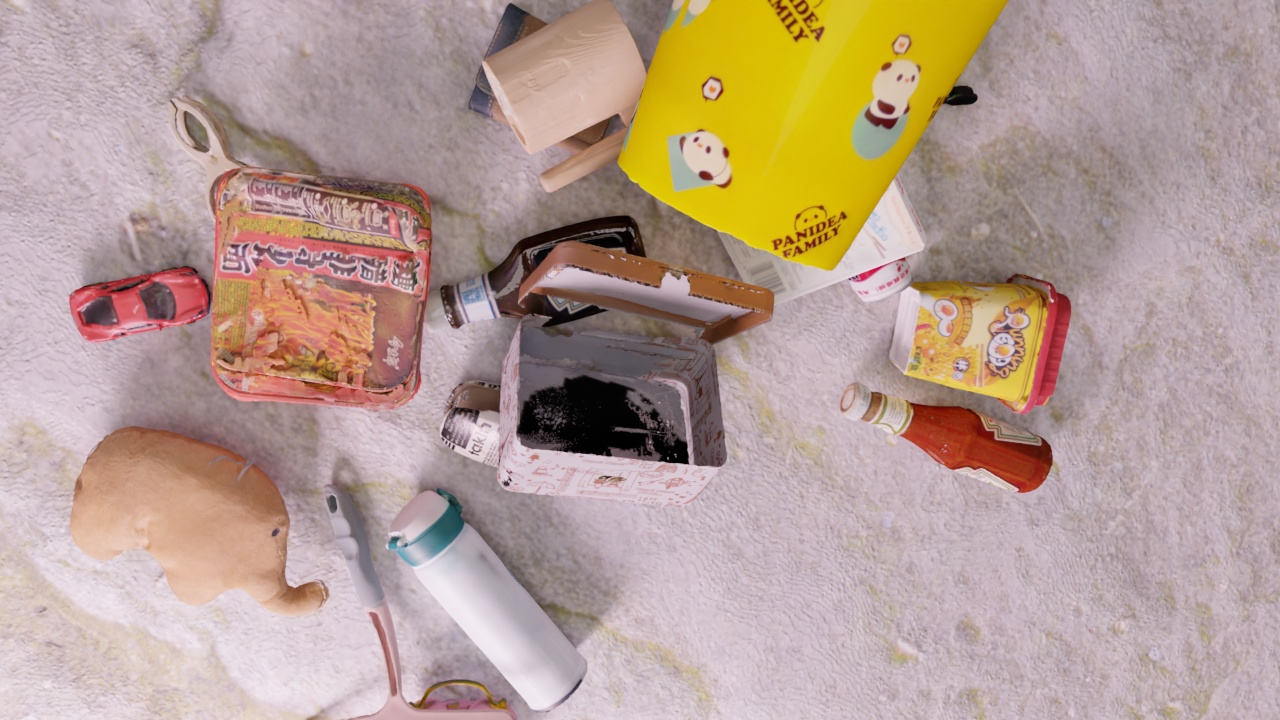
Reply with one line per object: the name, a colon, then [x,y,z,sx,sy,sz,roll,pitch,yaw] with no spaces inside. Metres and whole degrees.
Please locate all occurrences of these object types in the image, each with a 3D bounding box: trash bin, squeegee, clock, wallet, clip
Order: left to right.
clip: [-0.345,-0.165,0.736,0.061,0.034,0.097,-27,113,-2]
squeegee: [-0.242,0.228,0.828,0.248,0.040,0.249,-12,95,20]
clock: [-0.175,0.371,0.865,0.117,0.060,0.158,4,100,-9]
wallet: [-0.074,-0.227,0.757,0.115,0.033,0.090,22,98,-15]
trash bin: [0.117,-0.218,0.647,0.229,0.229,0.256,22,109,-12]

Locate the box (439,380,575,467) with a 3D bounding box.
box: [-0.095,0.064,0.818,0.163,0.080,0.075,14,132,-12]

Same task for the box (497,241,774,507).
box: [-0.004,0.002,0.721,0.183,0.156,0.193,8,147,-18]

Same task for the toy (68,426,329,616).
toy: [-0.361,0.141,0.772,0.226,0.082,0.144,29,110,-8]

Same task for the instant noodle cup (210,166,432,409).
instant noodle cup: [-0.254,-0.057,0.746,0.164,0.079,0.189,6,101,-9]

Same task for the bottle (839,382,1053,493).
bottle: [0.284,0.069,0.859,0.206,0.059,0.060,19,99,-11]

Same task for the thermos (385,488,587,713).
thermos: [-0.138,0.215,0.832,0.073,0.073,0.224,-36,105,1]

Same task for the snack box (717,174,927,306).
snack box: [0.151,-0.107,0.777,0.157,0.026,0.085,-21,106,30]

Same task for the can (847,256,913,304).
can: [0.190,-0.118,0.805,0.053,0.053,0.133,-29,105,0]

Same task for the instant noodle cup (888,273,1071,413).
instant noodle cup: [0.296,-0.022,0.818,0.124,0.116,0.116,8,102,3]

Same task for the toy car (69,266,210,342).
toy car: [-0.410,-0.046,0.753,0.106,0.031,0.049,-12,105,-7]

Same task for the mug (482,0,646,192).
mug: [-0.051,-0.203,0.717,0.103,0.084,0.125,-28,132,-5]

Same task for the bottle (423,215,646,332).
bottle: [-0.090,-0.066,0.785,0.195,0.044,0.080,-16,114,-2]

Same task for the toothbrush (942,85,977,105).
toothbrush: [0.191,-0.221,0.797,0.212,0.027,0.026,-8,148,-7]
